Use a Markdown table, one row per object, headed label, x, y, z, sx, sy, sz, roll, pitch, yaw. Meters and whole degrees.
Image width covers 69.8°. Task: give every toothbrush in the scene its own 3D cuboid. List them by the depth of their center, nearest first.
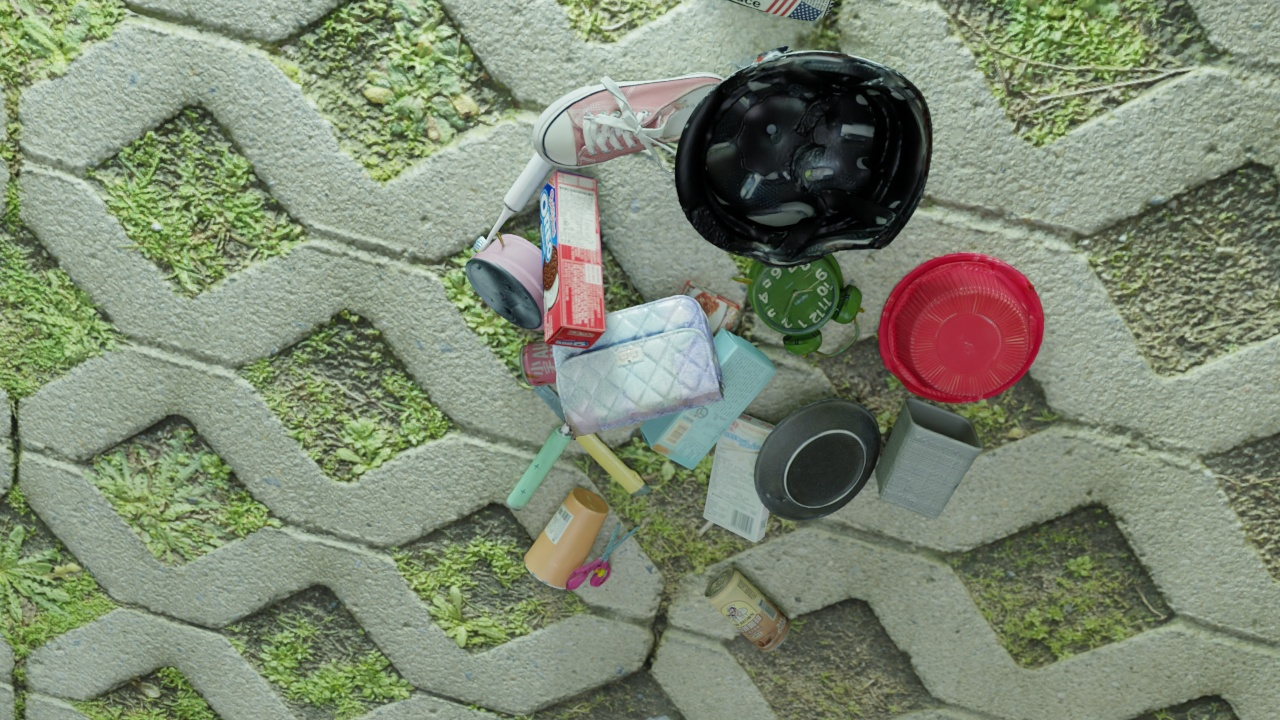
| label | x | y | z | sx | sy | sz | roll | pitch | yaw |
| --- | --- | --- | --- | --- | --- | --- | --- | --- | --- |
| toothbrush | -0.142 | -0.214 | 1.129 | 0.026 | 0.026 | 0.221 | 46 | 111 | 17 |
| toothbrush | -0.118 | 0.118 | 1.224 | 0.027 | 0.026 | 0.225 | 44 | 117 | 18 |

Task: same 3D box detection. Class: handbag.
| label | x | y | z | sx | sy | sz | roll | pitch | yaw |
| --- | --- | --- | --- | --- | --- | --- | --- | --- | --- |
| handbag | -0.007 | 0.006 | 1.085 | 0.194 | 0.075 | 0.134 | -16 | 79 | 12 |

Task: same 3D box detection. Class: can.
| label | x | y | z | sx | sy | sz | roll | pitch | yaw |
| --- | --- | --- | --- | --- | --- | --- | --- | --- | --- |
| can | -0.077 | -0.003 | 1.172 | 0.147 | 0.057 | 0.058 | -8 | 107 | 11 |
| can | 0.146 | 0.340 | 1.251 | 0.116 | 0.058 | 0.059 | 44 | 109 | -7 |

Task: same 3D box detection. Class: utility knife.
| label | x | y | z | sx | sy | sz | roll | pitch | yaw |
| --- | --- | --- | --- | --- | --- | --- | --- | --- | --- |
| utility knife | -0.068 | 0.106 | 1.227 | 0.031 | 0.022 | 0.220 | -41 | 105 | 15 |

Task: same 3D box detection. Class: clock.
| label | x | y | z | sx | sy | sz | roll | pitch | yaw |
| --- | --- | --- | --- | --- | --- | --- | --- | --- | --- |
| clock | 0.198 | -0.073 | 1.108 | 0.116 | 0.056 | 0.161 | -41 | 98 | 19 |
| clock | -0.138 | -0.086 | 1.127 | 0.158 | 0.117 | 0.059 | 46 | 64 | -15 |

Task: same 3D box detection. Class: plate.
| label | x | y | z | sx | sy | sz | roll | pitch | yaw |
| --- | --- | --- | --- | --- | --- | --- | --- | --- | --- |
| plate | 0.227 | 0.131 | 1.148 | 0.179 | 0.024 | 0.180 | -9 | 119 | -16 |

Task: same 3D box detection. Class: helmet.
| label | x | y | z | sx | sy | sz | roll | pitch | yaw |
| --- | --- | --- | --- | --- | --- | --- | --- | --- | --- |
| helmet | 0.168 | -0.230 | 1.001 | 0.274 | 0.156 | 0.230 | -6 | 117 | 0 |

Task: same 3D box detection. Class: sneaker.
| label | x | y | z | sx | sy | sz | roll | pitch | yaw |
| --- | --- | --- | --- | --- | --- | --- | --- | --- | --- |
| sneaker | -0.008 | -0.270 | 1.042 | 0.241 | 0.087 | 0.118 | -11 | 117 | 5 |

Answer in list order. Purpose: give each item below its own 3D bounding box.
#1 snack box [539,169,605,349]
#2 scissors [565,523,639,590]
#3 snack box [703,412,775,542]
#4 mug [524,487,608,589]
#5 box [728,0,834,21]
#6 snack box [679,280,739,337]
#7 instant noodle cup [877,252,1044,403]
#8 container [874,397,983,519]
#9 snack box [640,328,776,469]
| label | x | y | z | sx | sy | sz | roll | pitch | yaw |
| --- | --- | --- | --- | --- | --- | --- | --- | --- | --- |
| snack box | -0.080 | -0.119 | 1.069 | 0.058 | 0.207 | 0.057 | 7 | 156 | -25 |
| scissors | -0.055 | 0.270 | 1.246 | 0.017 | 0.130 | 0.134 | 43 | 130 | 29 |
| snack box | 0.133 | 0.149 | 1.187 | 0.085 | 0.026 | 0.157 | 22 | 113 | 33 |
| mug | -0.097 | 0.239 | 1.249 | 0.078 | 0.078 | 0.123 | 29 | 105 | -2 |
| box | 0.132 | -0.411 | 0.993 | 0.163 | 0.083 | 0.075 | 17 | 116 | 0 |
| snack box | 0.058 | -0.019 | 1.163 | 0.075 | 0.025 | 0.153 | 28 | 110 | -1 |
| instant noodle cup | 0.385 | -0.028 | 1.091 | 0.194 | 0.065 | 0.194 | 3 | 110 | 8 |
| container | 0.350 | 0.123 | 1.135 | 0.090 | 0.090 | 0.114 | 21 | 113 | 2 |
| snack box | 0.083 | 0.050 | 1.147 | 0.074 | 0.051 | 0.175 | 30 | 107 | -34 |
